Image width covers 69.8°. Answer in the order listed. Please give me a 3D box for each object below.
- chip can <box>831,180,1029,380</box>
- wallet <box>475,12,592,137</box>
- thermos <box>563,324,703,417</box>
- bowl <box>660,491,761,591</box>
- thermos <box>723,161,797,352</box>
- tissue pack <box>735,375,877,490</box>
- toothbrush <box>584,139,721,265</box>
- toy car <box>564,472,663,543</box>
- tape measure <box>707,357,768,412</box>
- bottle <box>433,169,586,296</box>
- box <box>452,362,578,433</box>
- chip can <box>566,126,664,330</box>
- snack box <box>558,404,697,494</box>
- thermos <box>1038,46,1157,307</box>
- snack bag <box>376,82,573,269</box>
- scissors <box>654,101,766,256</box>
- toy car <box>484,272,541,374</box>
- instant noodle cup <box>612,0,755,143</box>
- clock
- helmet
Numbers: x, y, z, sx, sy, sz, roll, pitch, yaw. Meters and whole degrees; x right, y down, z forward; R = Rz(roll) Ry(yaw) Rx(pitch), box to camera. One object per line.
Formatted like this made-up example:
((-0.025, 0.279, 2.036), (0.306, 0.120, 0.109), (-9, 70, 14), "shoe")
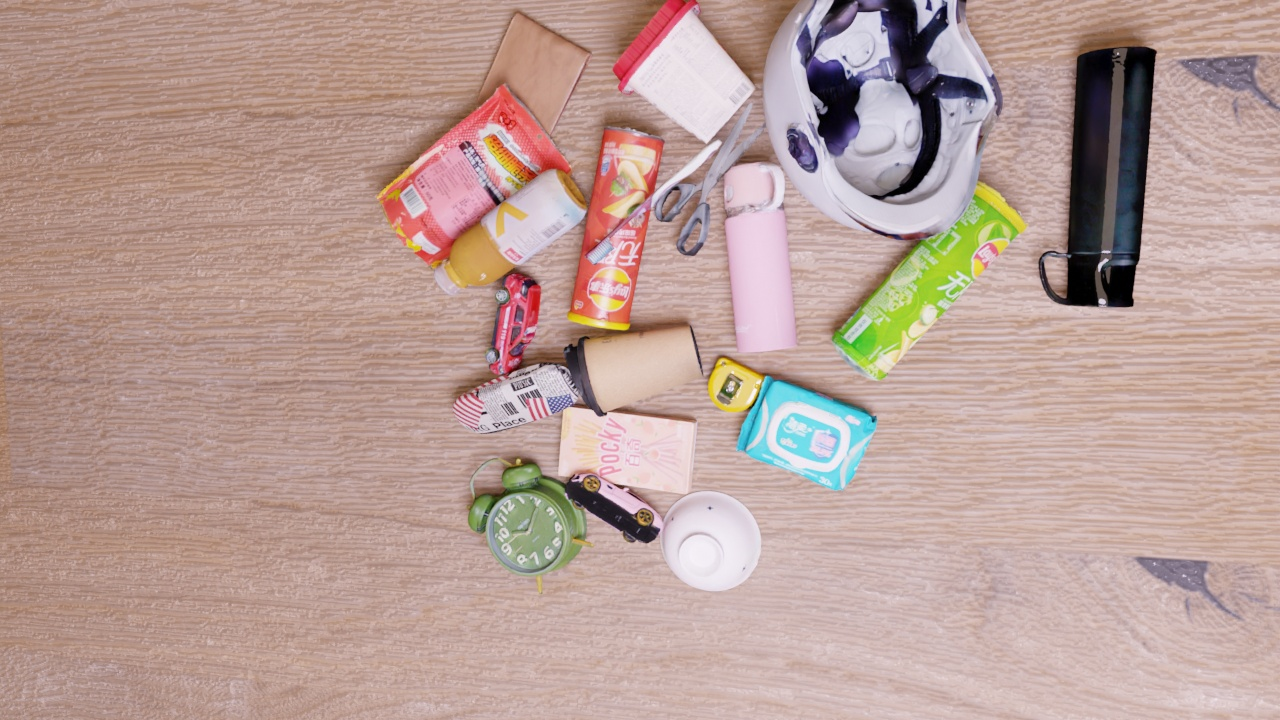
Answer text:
((0.291, -0.077, 0.941), (0.072, 0.072, 0.221), (43, 104, 7), "chip can")
((-0.124, -0.322, 1.050), (0.101, 0.020, 0.115), (33, 106, 8), "wallet")
((-0.006, 0.006, 1.021), (0.143, 0.093, 0.093), (-14, 92, 8), "thermos")
((0.073, 0.211, 1.031), (0.118, 0.064, 0.118), (2, 96, 15), "bowl")
((0.131, -0.109, 0.974), (0.067, 0.087, 0.198), (-7, 96, -25), "thermos")
((0.179, 0.079, 0.997), (0.133, 0.050, 0.093), (20, 101, 12), "tissue pack")
((0.015, -0.166, 0.966), (0.188, 0.016, 0.017), (-40, 100, 8), "toothbrush")
((-0.029, 0.167, 1.059), (0.122, 0.037, 0.056), (32, 137, 1), "toy car")
((0.104, 0.029, 1.022), (0.060, 0.028, 0.057), (27, 102, 11), "tape measure")
((-0.150, -0.139, 1.031), (0.190, 0.068, 0.068), (-33, 87, 15), "bottle")
((-0.145, 0.043, 1.069), (0.164, 0.068, 0.051), (-17, 53, 24), "box")
((-0.026, -0.144, 1.016), (0.073, 0.073, 0.217), (14, 99, 12), "chip can")
((-0.016, 0.102, 1.061), (0.157, 0.026, 0.084), (6, 97, 13), "snack box")
((0.443, -0.174, 0.893), (0.090, 0.068, 0.242), (3, 96, 9), "thermos")
((-0.194, -0.205, 1.056), (0.208, 0.073, 0.128), (-35, 101, 11), "snack bag")
((0.075, -0.186, 0.973), (0.165, 0.014, 0.163), (2, 92, 47), "scissors")
((-0.146, -0.040, 1.066), (0.045, 0.052, 0.120), (17, 102, 17), "toy car")
((0.051, -0.298, 0.965), (0.124, 0.116, 0.117), (43, 104, -5), "instant noodle cup")
((-0.137, 0.186, 1.086), (0.116, 0.056, 0.161), (-44, 84, 13), "clock")
((0.213, -0.243, 0.893), (0.228, 0.146, 0.259), (-23, 104, -21), "helmet")
